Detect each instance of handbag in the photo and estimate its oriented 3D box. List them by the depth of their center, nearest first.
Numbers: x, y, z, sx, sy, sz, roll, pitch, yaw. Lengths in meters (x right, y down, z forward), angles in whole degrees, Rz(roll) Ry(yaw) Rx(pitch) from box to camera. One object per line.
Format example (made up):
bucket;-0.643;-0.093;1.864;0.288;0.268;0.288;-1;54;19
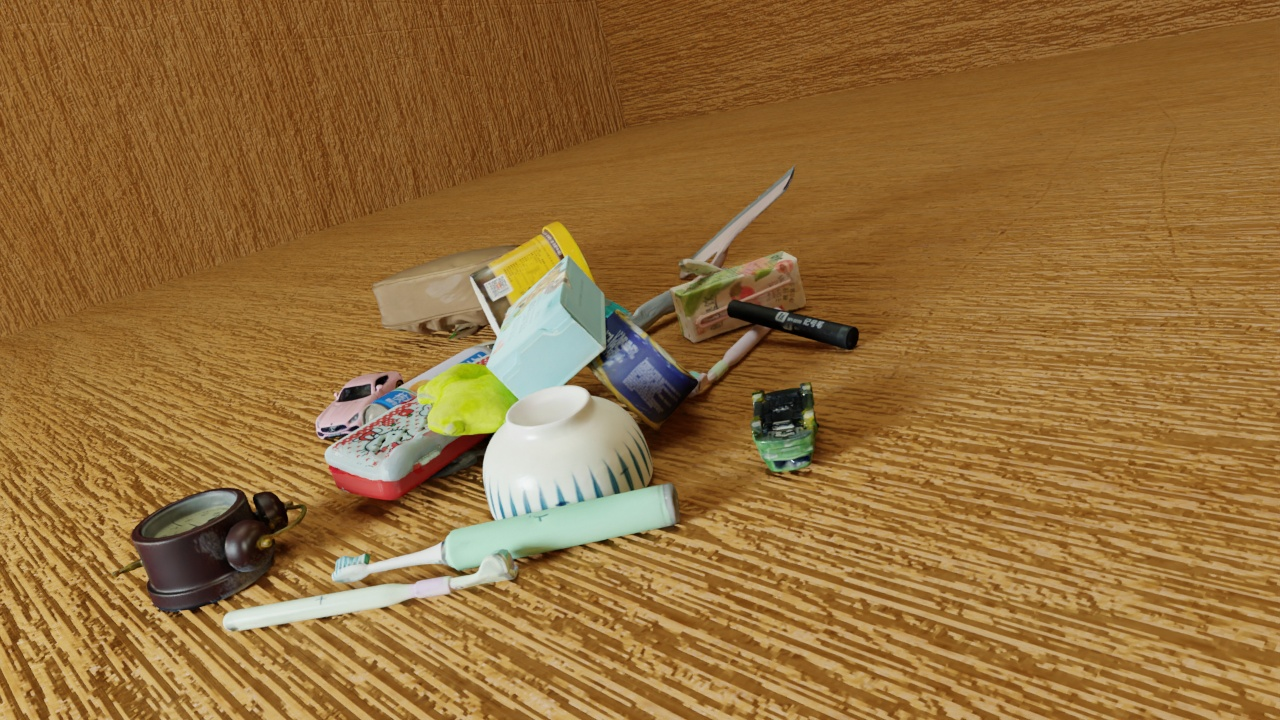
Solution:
handbag;-0.221;-0.085;1.144;0.205;0.100;0.147;-9;12;17

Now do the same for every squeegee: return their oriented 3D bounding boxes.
squeegee;0.037;-0.074;0.970;0.248;0.040;0.248;-42;3;-31

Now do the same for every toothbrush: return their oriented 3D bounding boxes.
toothbrush;-0.167;0.142;0.556;0.190;0.029;0.020;-13;59;9
toothbrush;-0.085;0.111;0.568;0.224;0.026;0.027;-13;40;6
toothbrush;0.085;-0.012;0.807;0.029;0.021;0.188;-27;5;38
toothbrush;0.084;-0.093;0.935;0.016;0.017;0.187;-27;-14;27

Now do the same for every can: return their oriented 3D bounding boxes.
can;-0.004;0.004;0.719;0.049;0.074;0.148;-47;17;1
can;-0.181;0.034;0.823;0.053;0.053;0.134;0;23;37

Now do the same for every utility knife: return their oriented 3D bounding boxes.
utility knife;-0.046;-0.067;1.076;0.029;0.013;0.187;-10;16;-17

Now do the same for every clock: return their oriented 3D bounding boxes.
clock;-0.292;0.126;0.637;0.122;0.055;0.082;-14;18;-3

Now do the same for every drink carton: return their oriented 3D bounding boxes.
drink carton;0.095;-0.061;0.890;0.122;0.053;0.045;-19;19;-9

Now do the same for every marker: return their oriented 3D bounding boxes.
marker;0.131;-0.032;0.801;0.132;0.020;0.022;18;1;44

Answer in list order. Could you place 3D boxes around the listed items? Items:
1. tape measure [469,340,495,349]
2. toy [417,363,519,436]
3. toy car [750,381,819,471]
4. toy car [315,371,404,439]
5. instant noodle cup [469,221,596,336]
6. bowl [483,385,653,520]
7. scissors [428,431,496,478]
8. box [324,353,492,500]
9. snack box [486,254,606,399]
tape measure;-0.154;0.004;0.923;0.065;0.033;0.066;-15;19;-7
toy;-0.127;0.027;0.691;0.100;0.031;0.096;13;32;37
toy car;0.097;0.042;0.612;0.043;0.036;0.091;-12;20;13
toy car;-0.277;0.040;0.910;0.056;0.037;0.122;-11;20;15
instant noodle cup;-0.117;-0.077;1.013;0.114;0.118;0.118;-26;20;-11
bowl;-0.054;0.058;0.624;0.116;0.066;0.116;-12;22;5
scissors;-0.110;0.069;0.731;0.159;0.014;0.178;-19;20;-13
box;-0.154;0.044;0.740;0.087;0.047;0.200;5;25;34
snack box;-0.071;-0.027;0.732;0.074;0.051;0.174;-40;15;10
